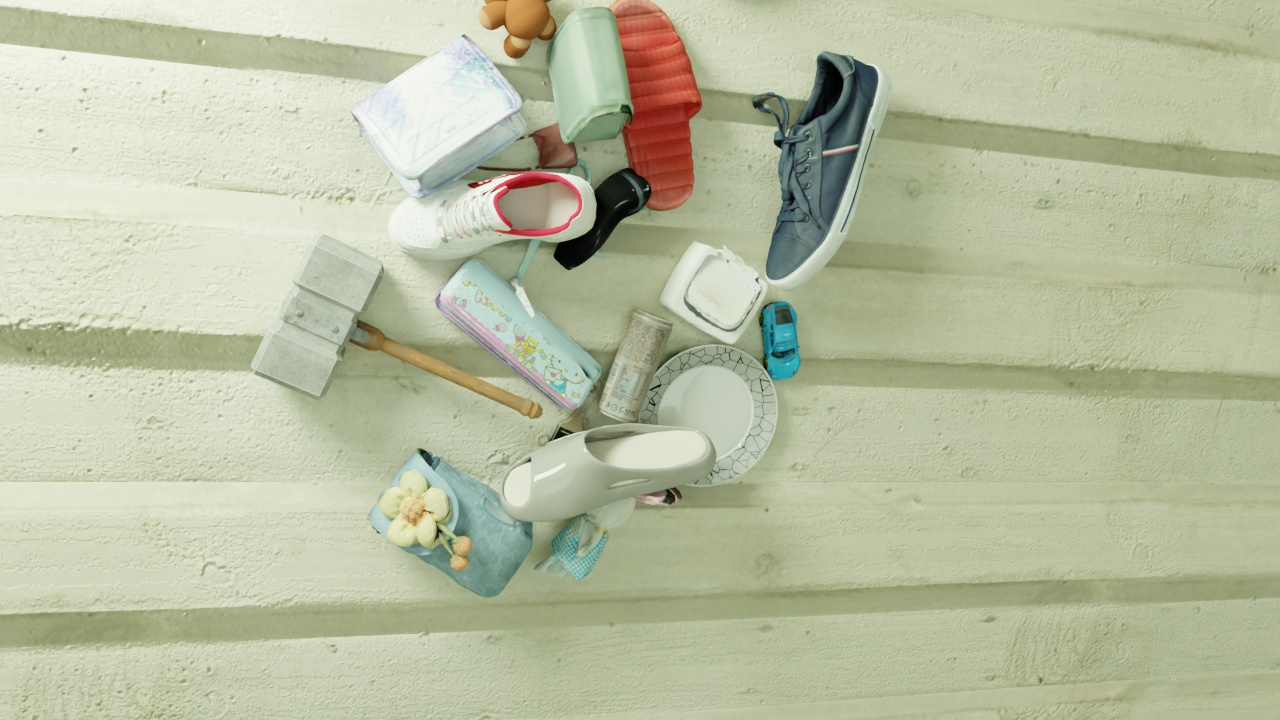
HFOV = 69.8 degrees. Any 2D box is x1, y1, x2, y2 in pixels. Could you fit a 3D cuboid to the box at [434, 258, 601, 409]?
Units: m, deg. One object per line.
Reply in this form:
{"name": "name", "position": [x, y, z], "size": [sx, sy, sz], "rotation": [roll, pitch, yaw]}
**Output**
{"name": "box", "position": [-0.142, -0.029, 1.093], "size": [0.214, 0.065, 0.078], "rotation": [41, 76, -19]}

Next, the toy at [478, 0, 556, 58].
{"name": "toy", "position": [-0.147, -0.407, 1.013], "size": [0.094, 0.065, 0.128], "rotation": [-34, 100, -14]}

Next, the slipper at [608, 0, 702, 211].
{"name": "slipper", "position": [0.019, -0.298, 1.073], "size": [0.103, 0.059, 0.249], "rotation": [-15, 106, -11]}

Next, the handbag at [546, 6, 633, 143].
{"name": "handbag", "position": [-0.051, -0.310, 1.015], "size": [0.067, 0.106, 0.122], "rotation": [-9, 84, -22]}

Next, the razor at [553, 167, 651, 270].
{"name": "razor", "position": [-0.045, -0.164, 1.083], "size": [0.140, 0.053, 0.063], "rotation": [-49, 149, 3]}

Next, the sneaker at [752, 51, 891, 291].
{"name": "sneaker", "position": [0.194, -0.234, 1.110], "size": [0.127, 0.121, 0.294], "rotation": [17, 94, -30]}

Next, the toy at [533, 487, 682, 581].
{"name": "toy", "position": [-0.056, 0.198, 1.156], "size": [0.205, 0.131, 0.105], "rotation": [-39, 77, 4]}

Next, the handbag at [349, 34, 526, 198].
{"name": "handbag", "position": [-0.219, -0.268, 1.007], "size": [0.158, 0.069, 0.126], "rotation": [-36, 77, -8]}

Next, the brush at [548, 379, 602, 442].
{"name": "brush", "position": [-0.088, 0.090, 1.152], "size": [0.039, 0.012, 0.151], "rotation": [25, 93, -18]}

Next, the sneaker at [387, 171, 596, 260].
{"name": "sneaker", "position": [-0.169, -0.162, 1.006], "size": [0.236, 0.104, 0.090], "rotation": [-4, 93, 2]}

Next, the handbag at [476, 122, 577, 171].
{"name": "handbag", "position": [-0.135, -0.240, 1.061], "size": [0.119, 0.029, 0.055], "rotation": [-12, 84, -5]}

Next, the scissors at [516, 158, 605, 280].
{"name": "scissors", "position": [-0.112, -0.164, 1.090], "size": [0.171, 0.021, 0.172], "rotation": [26, 91, -23]}

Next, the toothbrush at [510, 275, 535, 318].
{"name": "toothbrush", "position": [-0.127, -0.068, 1.008], "size": [0.010, 0.181, 0.010], "rotation": [-44, 113, 2]}

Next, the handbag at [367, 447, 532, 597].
{"name": "handbag", "position": [-0.221, 0.199, 1.085], "size": [0.192, 0.118, 0.122], "rotation": [38, 90, -13]}

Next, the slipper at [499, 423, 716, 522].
{"name": "slipper", "position": [-0.040, 0.112, 1.088], "size": [0.265, 0.112, 0.081], "rotation": [-10, 130, -7]}

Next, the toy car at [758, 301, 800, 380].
{"name": "toy car", "position": [0.184, -0.024, 1.189], "size": [0.048, 0.032, 0.105], "rotation": [-10, 105, -13]}

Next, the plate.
{"name": "plate", "position": [0.087, 0.071, 1.191], "size": [0.188, 0.016, 0.189], "rotation": [-3, 102, -14]}

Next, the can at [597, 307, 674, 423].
{"name": "can", "position": [-0.007, 0.007, 1.133], "size": [0.054, 0.054, 0.135], "rotation": [19, 96, -18]}

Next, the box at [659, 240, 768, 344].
{"name": "box", "position": [0.098, -0.082, 1.124], "size": [0.107, 0.091, 0.102], "rotation": [31, 94, -21]}

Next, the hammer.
{"name": "hammer", "position": [-0.254, -0.001, 1.051], "size": [0.317, 0.083, 0.163], "rotation": [26, 94, -18]}
